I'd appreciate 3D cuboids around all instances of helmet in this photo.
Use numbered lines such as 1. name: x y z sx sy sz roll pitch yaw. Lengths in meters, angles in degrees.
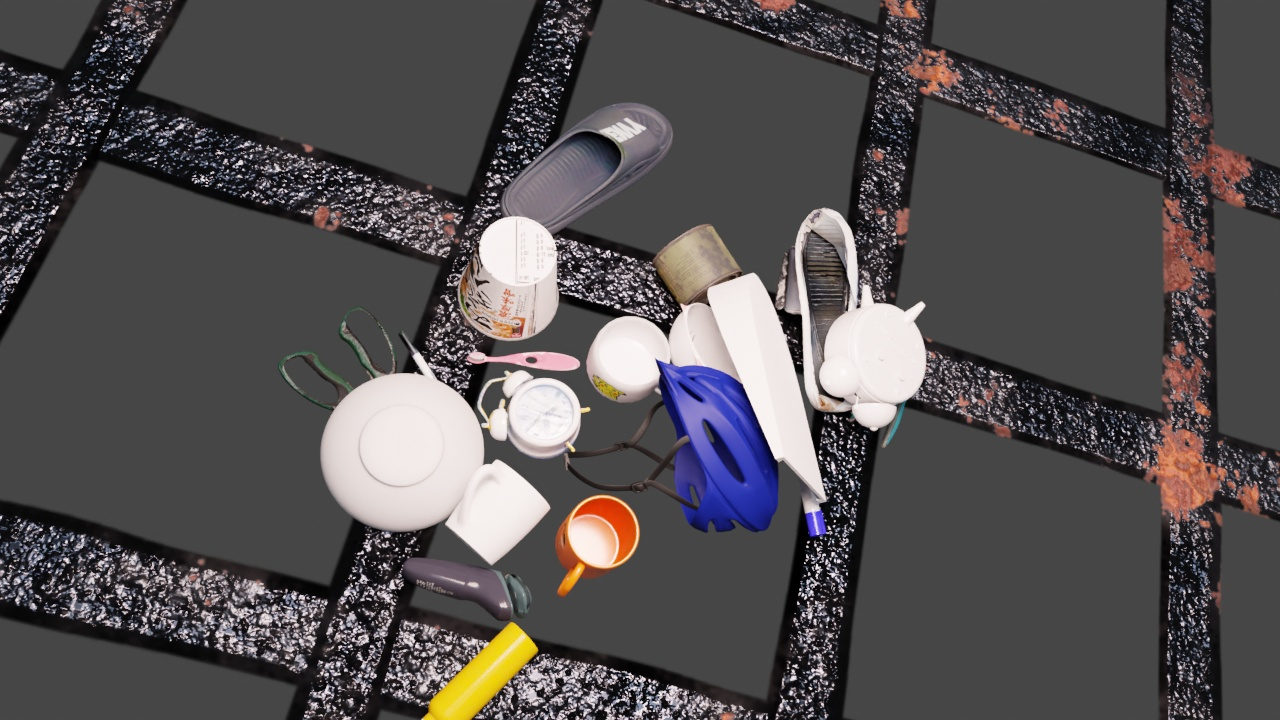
1. helmet: 0.039 0.117 1.033 0.227 0.147 0.241 -23 108 -4

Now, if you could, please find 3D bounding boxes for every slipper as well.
1. slipper: -0.067 -0.261 1.174 0.267 0.083 0.110 -41 82 -21
2. slipper: 0.229 -0.064 1.180 0.111 0.063 0.263 -2 83 -34

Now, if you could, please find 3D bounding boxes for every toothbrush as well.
1. toothbrush: -0.139 0.000 1.098 0.135 0.016 0.021 3 72 -12

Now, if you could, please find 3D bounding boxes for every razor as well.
1. razor: -0.187 0.243 0.988 0.143 0.047 0.052 15 44 -5

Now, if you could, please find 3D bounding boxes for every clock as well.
1. clock: 0.294 -0.005 1.130 0.125 0.073 0.160 42 63 -18
2. clock: -0.126 0.061 1.062 0.125 0.052 0.088 20 69 -3

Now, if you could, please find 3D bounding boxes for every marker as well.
1. marker: -0.239 0.028 1.068 0.011 0.011 0.152 -31 80 -21
2. marker: 0.203 0.144 1.124 0.020 0.020 0.141 -4 72 -15

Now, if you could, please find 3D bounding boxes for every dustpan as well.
1. dustpan: 0.140 0.025 1.066 0.053 0.191 0.257 -18 62 17

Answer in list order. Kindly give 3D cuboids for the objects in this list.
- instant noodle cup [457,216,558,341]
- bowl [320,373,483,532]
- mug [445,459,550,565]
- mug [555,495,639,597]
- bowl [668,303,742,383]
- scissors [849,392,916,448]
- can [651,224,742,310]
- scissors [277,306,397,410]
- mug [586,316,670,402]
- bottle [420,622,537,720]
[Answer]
1. instant noodle cup: -0.149 -0.102 1.074 0.123 0.122 0.123 4 70 -12
2. bowl: -0.258 0.096 0.998 0.176 0.066 0.176 3 77 -12
3. mug: -0.162 0.158 0.987 0.081 0.114 0.087 30 69 33
4. mug: -0.057 0.209 0.999 0.077 0.096 0.112 32 67 -1
5. bowl: 0.074 -0.009 1.117 0.114 0.051 0.114 35 38 -34
6. scissors: 0.323 0.049 1.188 0.126 0.019 0.154 0 69 -15
7. can: 0.072 -0.114 1.148 0.089 0.090 0.074 -29 80 -21
8. scissors: -0.295 0.023 1.055 0.209 0.015 0.137 35 65 -1
9. mug: -0.006 0.006 1.098 0.115 0.068 0.094 36 67 1
10. bottle: -0.173 0.339 0.954 0.043 0.043 0.143 46 67 5
